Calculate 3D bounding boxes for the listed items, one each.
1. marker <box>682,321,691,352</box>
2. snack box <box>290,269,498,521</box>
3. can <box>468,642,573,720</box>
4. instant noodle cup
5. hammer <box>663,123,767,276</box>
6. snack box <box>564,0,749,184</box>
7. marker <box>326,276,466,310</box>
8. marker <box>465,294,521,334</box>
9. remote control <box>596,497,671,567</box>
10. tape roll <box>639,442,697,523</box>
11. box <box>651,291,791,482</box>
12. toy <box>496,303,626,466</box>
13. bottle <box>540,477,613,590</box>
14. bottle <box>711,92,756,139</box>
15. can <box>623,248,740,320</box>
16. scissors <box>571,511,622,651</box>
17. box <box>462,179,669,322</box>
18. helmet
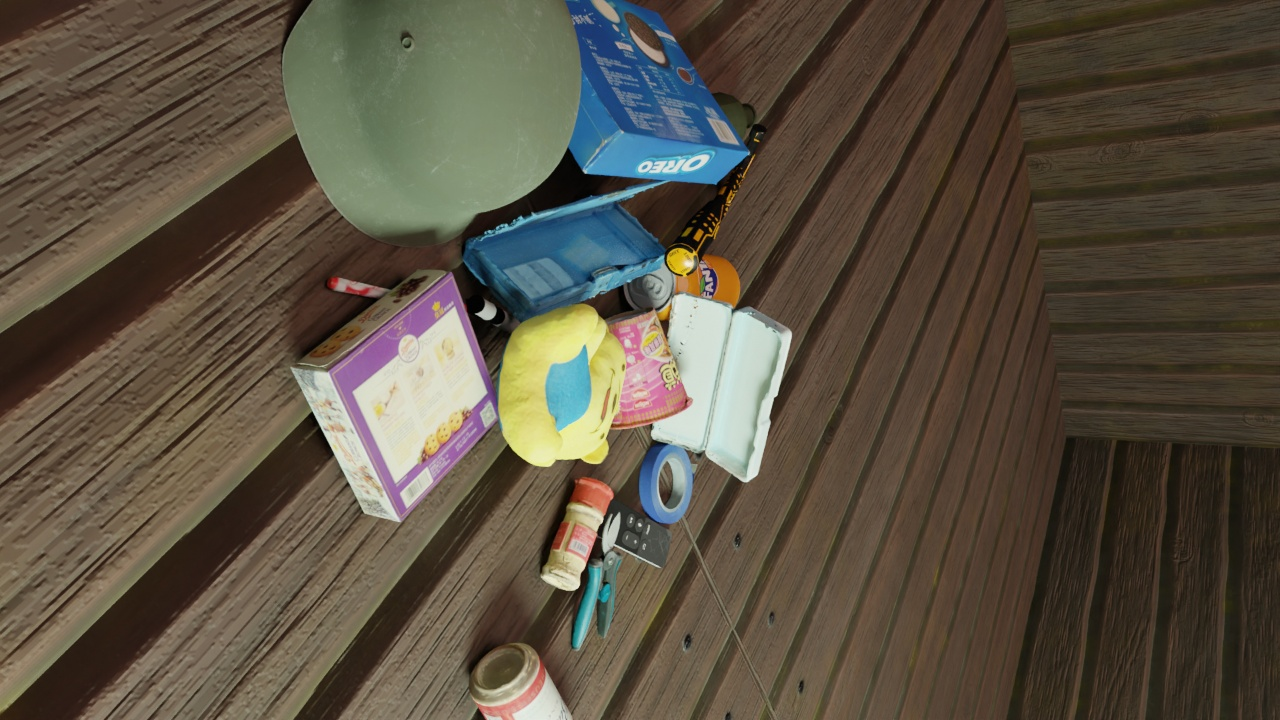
[{"bbox_3d":[0.056,-0.015,1.115,0.011,0.011,0.152,18,76,-54],"label":"marker"},{"bbox_3d":[-0.183,0.025,0.725,0.143,0.041,0.148,-49,136,-43],"label":"snack box"},{"bbox_3d":[-0.097,0.338,0.847,0.067,0.067,0.170,-51,130,-43],"label":"can"},{"bbox_3d":[-0.006,0.006,0.962,0.097,0.098,0.108,-27,105,-52],"label":"instant noodle cup"},{"bbox_3d":[0.084,-0.171,1.044,0.123,0.036,0.319,-66,176,35],"label":"hammer"},{"bbox_3d":[-0.015,-0.268,0.888,0.238,0.056,0.195,-12,67,-55],"label":"snack box"},{"bbox_3d":[-0.194,-0.051,0.748,0.142,0.013,0.012,11,82,-55],"label":"marker"},{"bbox_3d":[-0.120,-0.035,0.807,0.140,0.016,0.016,39,56,-76],"label":"marker"},{"bbox_3d":[-0.006,0.194,1.030,0.146,0.008,0.045,39,59,-49],"label":"remote control"},{"bbox_3d":[0.031,0.143,1.076,0.093,0.016,0.091,44,55,-47],"label":"tape roll"},{"bbox_3d":[0.085,0.028,0.995,0.049,0.136,0.198,-42,147,-51],"label":"box"},{"bbox_3d":[-0.069,0.024,0.839,0.214,0.084,0.149,18,93,-77],"label":"toy"},{"bbox_3d":[-0.063,0.172,0.916,0.044,0.044,0.108,49,52,-44],"label":"bottle"},{"bbox_3d":[0.080,-0.280,1.094,0.206,0.072,0.071,-31,115,-51],"label":"bottle"},{"bbox_3d":[0.048,-0.084,1.043,0.142,0.079,0.079,-3,93,-56],"label":"can"},{"bbox_3d":[-0.041,0.234,0.949,0.127,0.019,0.153,-51,142,-28],"label":"scissors"},{"bbox_3d":[-0.047,-0.123,0.862,0.094,0.102,0.230,47,37,12],"label":"box"},{"bbox_3d":[-0.132,-0.227,0.709,0.226,0.154,0.268,-15,103,-55],"label":"helmet"}]
